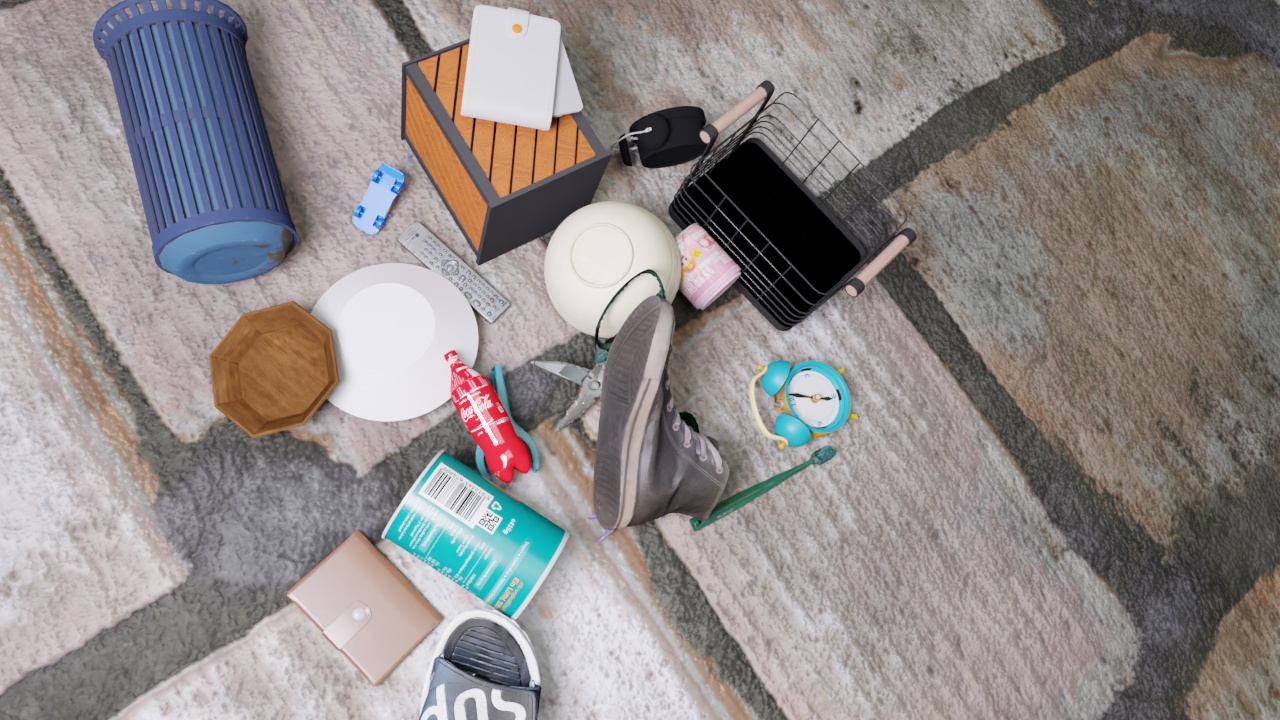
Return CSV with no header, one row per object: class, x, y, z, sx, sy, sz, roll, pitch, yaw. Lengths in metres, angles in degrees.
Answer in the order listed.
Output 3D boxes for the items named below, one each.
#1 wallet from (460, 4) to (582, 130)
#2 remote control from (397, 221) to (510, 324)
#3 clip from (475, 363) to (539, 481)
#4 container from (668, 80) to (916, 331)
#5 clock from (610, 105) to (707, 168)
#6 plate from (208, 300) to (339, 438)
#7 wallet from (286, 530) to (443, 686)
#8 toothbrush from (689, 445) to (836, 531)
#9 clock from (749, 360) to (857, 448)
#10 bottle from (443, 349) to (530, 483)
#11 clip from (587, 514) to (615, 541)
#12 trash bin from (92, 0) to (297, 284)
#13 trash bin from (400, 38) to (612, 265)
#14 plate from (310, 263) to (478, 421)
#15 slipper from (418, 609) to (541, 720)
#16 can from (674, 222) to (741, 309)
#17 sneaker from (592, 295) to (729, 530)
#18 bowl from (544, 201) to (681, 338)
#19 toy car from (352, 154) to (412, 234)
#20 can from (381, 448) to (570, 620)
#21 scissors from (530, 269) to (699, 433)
wallet,-0.111,-0.285,0.900,0.115,0.038,0.118,7,75,-13
remote control,-0.200,-0.094,0.981,0.136,0.013,0.033,41,67,1
clip,-0.164,0.076,0.932,0.120,0.030,0.130,-36,85,-17
container,0.167,-0.170,1.040,0.162,0.130,0.241,-42,87,-22
clock,0.023,-0.253,1.050,0.120,0.091,0.042,-10,86,-32
plate,-0.349,0.011,0.884,0.131,0.025,0.131,-1,77,6
wallet,-0.258,0.232,0.862,0.121,0.013,0.087,45,68,2
toothbrush,0.136,0.137,0.995,0.189,0.017,0.016,-24,81,-21
clock,0.181,0.045,1.024,0.129,0.044,0.099,-7,75,-24
bottle,-0.154,0.053,0.903,0.041,0.042,0.141,-28,85,-21
clip,-0.027,0.165,0.946,0.050,0.013,0.029,-20,79,-23
trash bin,-0.427,-0.208,0.892,0.139,0.139,0.249,-15,79,-19
trash bin,-0.147,-0.227,0.969,0.139,0.140,0.172,-29,82,-21
plate,-0.252,-0.027,0.921,0.174,0.036,0.173,2,69,-6
slipper,-0.154,0.355,0.801,0.111,0.063,0.263,18,84,-7
can,0.065,-0.104,1.026,0.067,0.067,0.076,-41,86,-22
sneaker,0.029,0.054,0.919,0.119,0.095,0.235,2,95,-26
bowl,-0.035,-0.103,0.965,0.151,0.075,0.150,-1,84,8
toy car,-0.273,-0.182,0.992,0.033,0.062,0.092,29,98,-6
can,-0.154,0.164,0.865,0.144,0.099,0.099,34,67,-3
scissors,-0.006,0.005,0.950,0.201,0.015,0.206,21,107,-15
